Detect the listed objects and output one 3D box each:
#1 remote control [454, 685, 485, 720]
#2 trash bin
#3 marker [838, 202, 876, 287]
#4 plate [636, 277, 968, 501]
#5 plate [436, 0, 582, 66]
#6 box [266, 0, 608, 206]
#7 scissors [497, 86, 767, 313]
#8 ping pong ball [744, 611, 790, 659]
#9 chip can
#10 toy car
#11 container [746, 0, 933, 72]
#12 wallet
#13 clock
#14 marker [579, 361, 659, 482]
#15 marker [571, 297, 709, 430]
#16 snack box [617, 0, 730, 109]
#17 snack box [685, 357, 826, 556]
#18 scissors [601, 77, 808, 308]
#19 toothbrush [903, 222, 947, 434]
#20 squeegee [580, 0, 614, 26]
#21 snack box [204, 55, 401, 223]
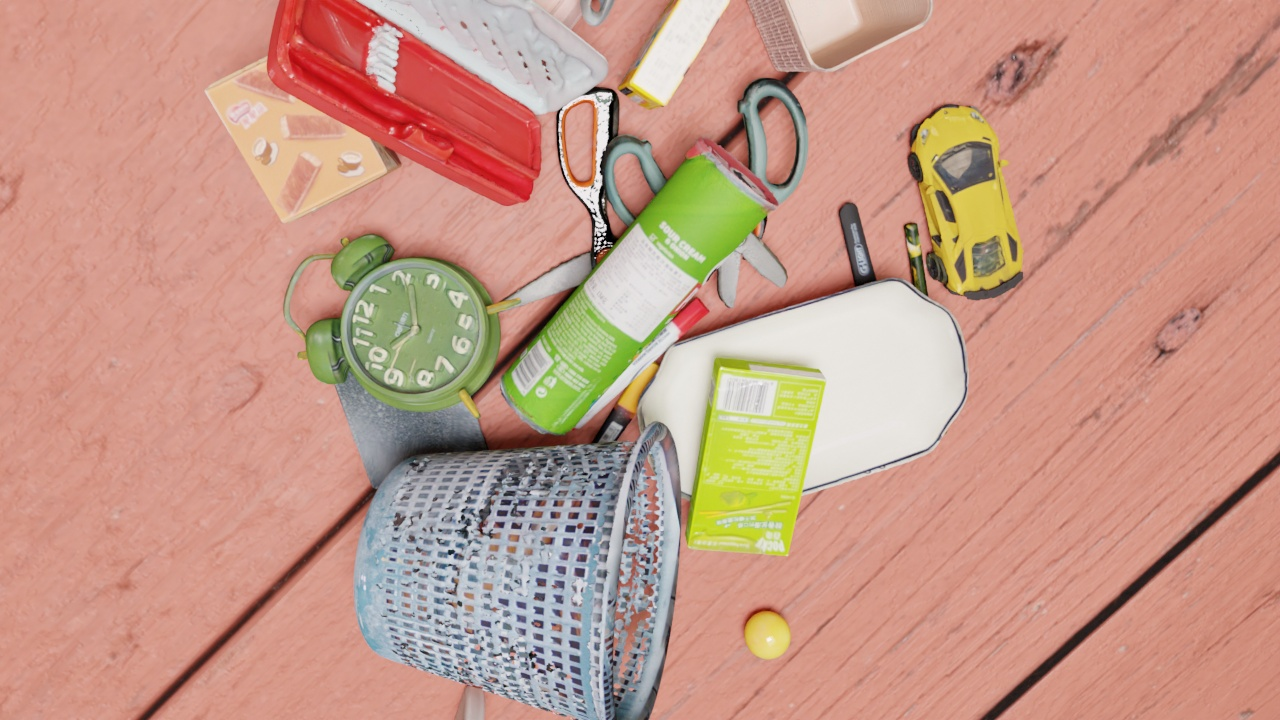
[{"bbox_3d":[-0.160,0.356,0.782,0.021,0.058,0.150,15,102,-13],"label":"remote control"},{"bbox_3d":[-0.086,0.149,0.662,0.195,0.226,0.227,4,105,13],"label":"trash bin"},{"bbox_3d":[0.181,-0.068,0.740,0.018,0.015,0.124,-19,107,-2],"label":"marker"},{"bbox_3d":[0.129,0.028,0.739,0.266,0.034,0.162,-18,111,2],"label":"plate"},{"bbox_3d":[-0.133,-0.309,0.627,0.229,0.028,0.230,-2,105,-8],"label":"plate"},{"bbox_3d":[-0.119,-0.186,0.581,0.201,0.101,0.102,23,63,-45],"label":"box"},{"bbox_3d":[-0.011,-0.095,0.706,0.221,0.021,0.234,-7,107,-1],"label":"scissors"},{"bbox_3d":[0.110,0.239,0.798,0.040,0.040,0.040,-2,105,-8],"label":"ping pong ball"},{"bbox_3d":[-0.006,-0.048,0.661,0.072,0.072,0.236,37,111,-15],"label":"chip can"},{"bbox_3d":[0.257,-0.124,0.724,0.071,0.041,0.156,-19,105,-3],"label":"toy car"},{"bbox_3d":[0.127,-0.253,0.634,0.090,0.111,0.090,-27,107,-1],"label":"container"},{"bbox_3d":[-0.180,0.036,0.717,0.097,0.019,0.121,-15,108,-5],"label":"wallet"},{"bbox_3d":[-0.177,-0.026,0.667,0.161,0.056,0.116,19,85,-4],"label":"clock"},{"bbox_3d":[-0.021,0.053,0.745,0.018,0.015,0.124,30,101,-16],"label":"marker"},{"bbox_3d":[-0.004,0.004,0.721,0.145,0.017,0.017,-42,106,11],"label":"marker"},{"bbox_3d":[0.036,-0.243,0.637,0.033,0.087,0.140,29,99,-13],"label":"snack box"},{"bbox_3d":[0.088,0.078,0.720,0.085,0.026,0.156,6,109,-6],"label":"snack box"},{"bbox_3d":[0.067,-0.134,0.678,0.170,0.019,0.181,39,99,-11],"label":"scissors"},{"bbox_3d":[0.235,-0.023,0.762,0.017,0.012,0.186,-12,106,6],"label":"toothbrush"},{"bbox_3d":[0.005,-0.345,0.625,0.247,0.040,0.249,20,92,-20],"label":"squeegee"},{"bbox_3d":[-0.222,-0.155,0.620,0.077,0.092,0.094,-27,106,-1],"label":"snack box"}]
